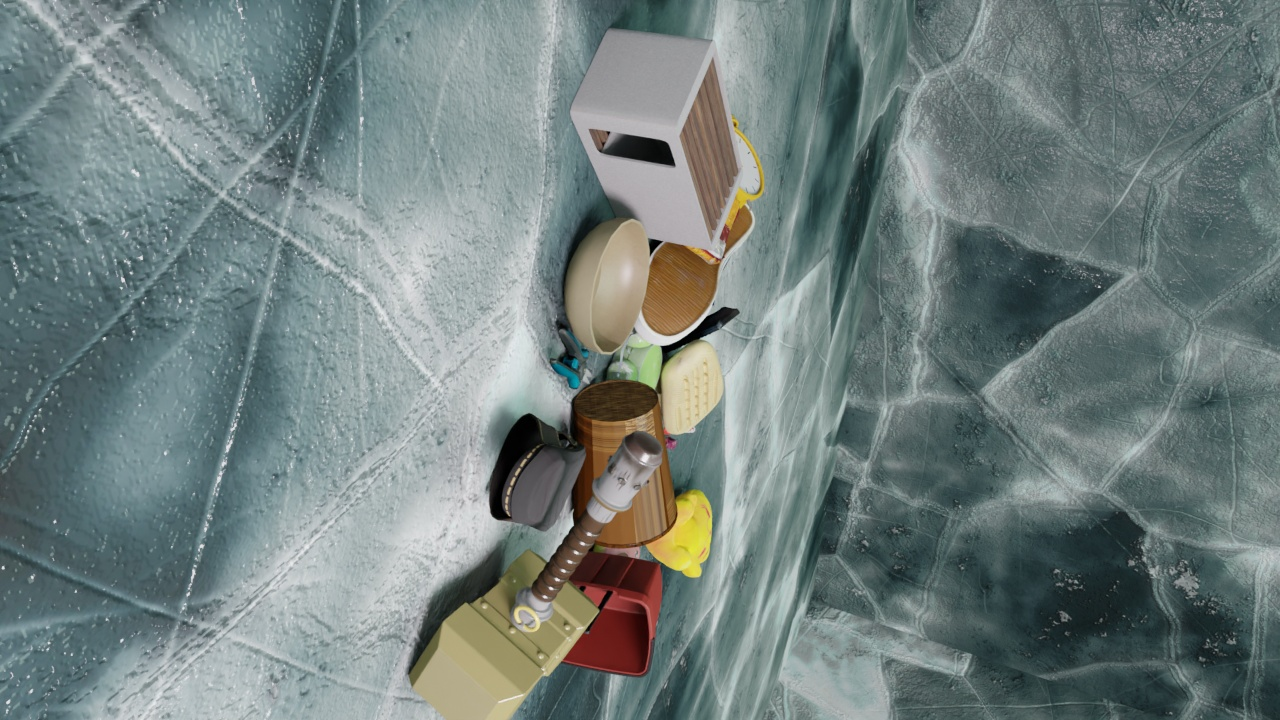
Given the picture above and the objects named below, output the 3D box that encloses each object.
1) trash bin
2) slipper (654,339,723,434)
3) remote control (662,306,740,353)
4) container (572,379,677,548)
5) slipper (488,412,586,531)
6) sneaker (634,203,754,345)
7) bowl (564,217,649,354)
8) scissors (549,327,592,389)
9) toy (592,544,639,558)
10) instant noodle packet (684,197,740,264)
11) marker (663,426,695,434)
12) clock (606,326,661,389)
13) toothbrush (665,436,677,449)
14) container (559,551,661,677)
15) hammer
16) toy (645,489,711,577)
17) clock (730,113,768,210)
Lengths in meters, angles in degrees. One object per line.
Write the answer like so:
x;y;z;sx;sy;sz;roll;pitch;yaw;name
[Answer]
0.027;-0.235;1.006;0.229;0.114;0.114;61;47;-62;trash bin
0.057;0.028;1.318;0.111;0.079;0.262;-43;161;-11;slipper
0.080;-0.044;1.281;0.047;0.022;0.151;-38;-173;-30;remote control
-0.024;0.120;1.114;0.131;0.132;0.167;-46;139;-53;container
-0.112;0.116;0.952;0.268;0.076;0.113;50;65;-83;slipper
0.059;-0.106;1.243;0.128;0.120;0.293;-47;-173;48;sneaker
-0.043;-0.086;1.017;0.152;0.050;0.152;15;89;-70;bowl
-0.078;0.007;1.035;0.141;0.019;0.128;-53;153;-57;scissors
-0.034;0.271;1.283;0.110;0.051;0.090;28;78;-70;toy
0.069;-0.192;1.171;0.135;0.040;0.098;32;69;-27;instant noodle packet
0.066;0.114;1.494;0.142;0.013;0.013;9;95;-70;marker
-0.007;0.007;1.189;0.119;0.042;0.094;66;42;-59;clock
0.019;0.136;1.345;0.189;0.016;0.016;-15;122;-69;toothbrush
-0.053;0.327;1.135;0.200;0.148;0.127;-51;144;-66;container
-0.073;0.193;0.870;0.326;0.100;0.189;-57;169;26;hammer
0.066;0.285;1.510;0.193;0.087;0.134;10;77;-73;toy
0.116;-0.276;1.246;0.152;0.052;0.113;58;37;-13;clock
